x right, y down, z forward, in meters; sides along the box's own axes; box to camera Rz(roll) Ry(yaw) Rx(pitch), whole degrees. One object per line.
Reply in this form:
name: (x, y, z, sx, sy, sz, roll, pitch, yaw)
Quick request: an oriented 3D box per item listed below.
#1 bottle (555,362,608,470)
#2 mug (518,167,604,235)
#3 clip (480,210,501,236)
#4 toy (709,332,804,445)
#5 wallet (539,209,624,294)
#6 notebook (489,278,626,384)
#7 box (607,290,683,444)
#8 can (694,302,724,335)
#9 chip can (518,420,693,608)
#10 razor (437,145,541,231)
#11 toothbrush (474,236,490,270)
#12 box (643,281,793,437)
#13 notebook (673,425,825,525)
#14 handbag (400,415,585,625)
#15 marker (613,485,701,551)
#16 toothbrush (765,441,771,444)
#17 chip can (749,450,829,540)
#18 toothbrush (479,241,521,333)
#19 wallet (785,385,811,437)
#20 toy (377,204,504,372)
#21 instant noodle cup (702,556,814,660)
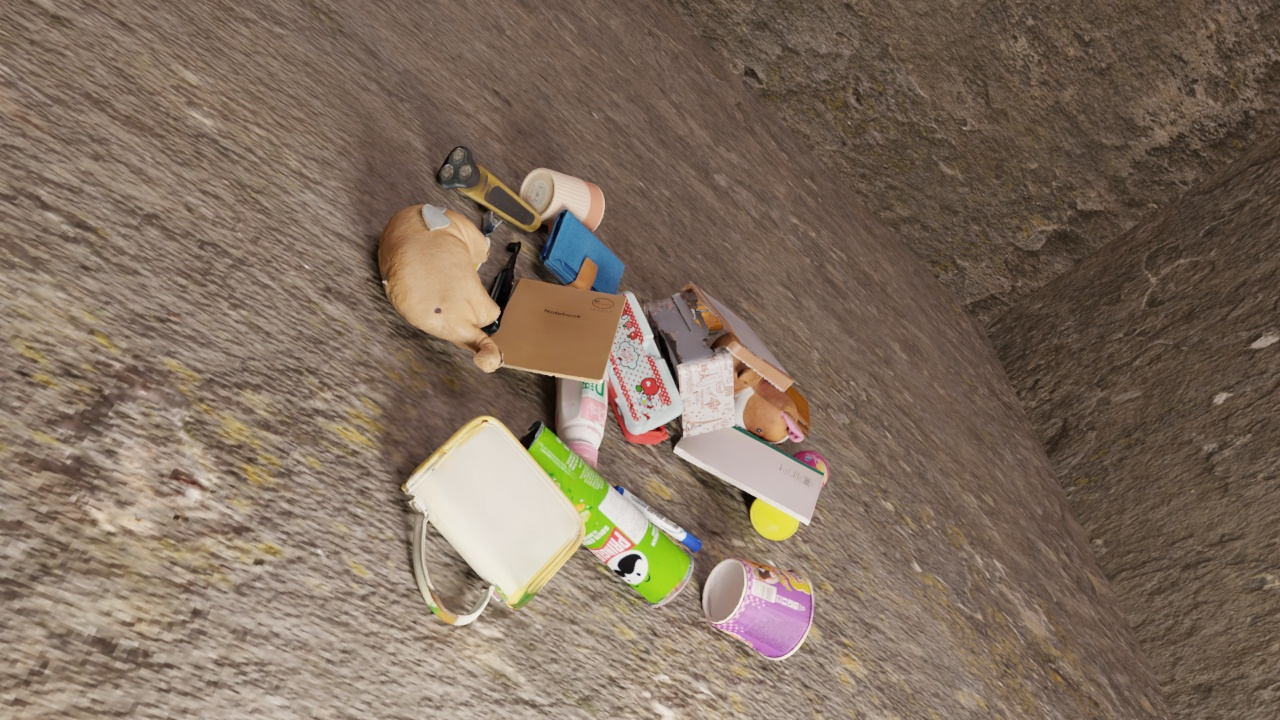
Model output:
bottle: (-0.072, 0.050, 1.110, 0.068, 0.068, 0.196, 35, 35, -30)
mug: (-0.117, -0.222, 1.370, 0.105, 0.082, 0.114, 9, 73, -51)
clip: (-0.204, -0.184, 1.238, 0.028, 0.024, 0.056, 44, 24, -22)
toy: (0.165, 0.056, 1.417, 0.199, 0.130, 0.140, 45, -2, -2)
wallet: (-0.081, -0.139, 1.320, 0.133, 0.040, 0.106, 41, 48, -32)
notebook: (-0.103, -0.041, 1.141, 0.148, 0.008, 0.207, 10, 33, 2)
box: (-0.006, 0.006, 1.229, 0.095, 0.100, 0.201, 11, 48, -51)
can: (0.086, -0.067, 1.508, 0.058, 0.058, 0.145, 58, 27, 13)
chip can: (-0.046, 0.167, 0.995, 0.236, 0.072, 0.072, 44, 28, -15)
razor: (-0.202, -0.228, 1.267, 0.167, 0.062, 0.067, 33, 0, -43)
toothbrush: (-0.210, -0.108, 1.139, 0.016, 0.018, 0.191, 42, 30, -22)
box: (0.109, -0.016, 1.272, 0.181, 0.168, 0.151, -114, -165, -51)
notebook: (0.160, 0.146, 1.315, 0.209, 0.012, 0.150, 28, 26, 9)
handbag: (-0.156, 0.160, 0.863, 0.163, 0.063, 0.178, 50, 42, -4)
marker: (0.021, 0.195, 1.128, 0.145, 0.017, 0.016, 38, 30, -26)
toothbrush: (0.192, 0.087, 1.519, 0.026, 0.027, 0.220, 72, 0, -55)
chip can: (0.229, 0.199, 1.388, 0.071, 0.072, 0.210, 54, 26, 4)
toothbrush: (-0.176, -0.102, 1.180, 0.212, 0.027, 0.026, -86, 175, -55)
wallet: (0.252, 0.068, 1.627, 0.130, 0.035, 0.118, 41, 29, -18)
toy: (-0.219, -0.077, 1.017, 0.143, 0.083, 0.225, 3, 55, -31)
instant noodle cup: (0.135, 0.291, 1.101, 0.099, 0.112, 0.111, 26, 35, -24)
